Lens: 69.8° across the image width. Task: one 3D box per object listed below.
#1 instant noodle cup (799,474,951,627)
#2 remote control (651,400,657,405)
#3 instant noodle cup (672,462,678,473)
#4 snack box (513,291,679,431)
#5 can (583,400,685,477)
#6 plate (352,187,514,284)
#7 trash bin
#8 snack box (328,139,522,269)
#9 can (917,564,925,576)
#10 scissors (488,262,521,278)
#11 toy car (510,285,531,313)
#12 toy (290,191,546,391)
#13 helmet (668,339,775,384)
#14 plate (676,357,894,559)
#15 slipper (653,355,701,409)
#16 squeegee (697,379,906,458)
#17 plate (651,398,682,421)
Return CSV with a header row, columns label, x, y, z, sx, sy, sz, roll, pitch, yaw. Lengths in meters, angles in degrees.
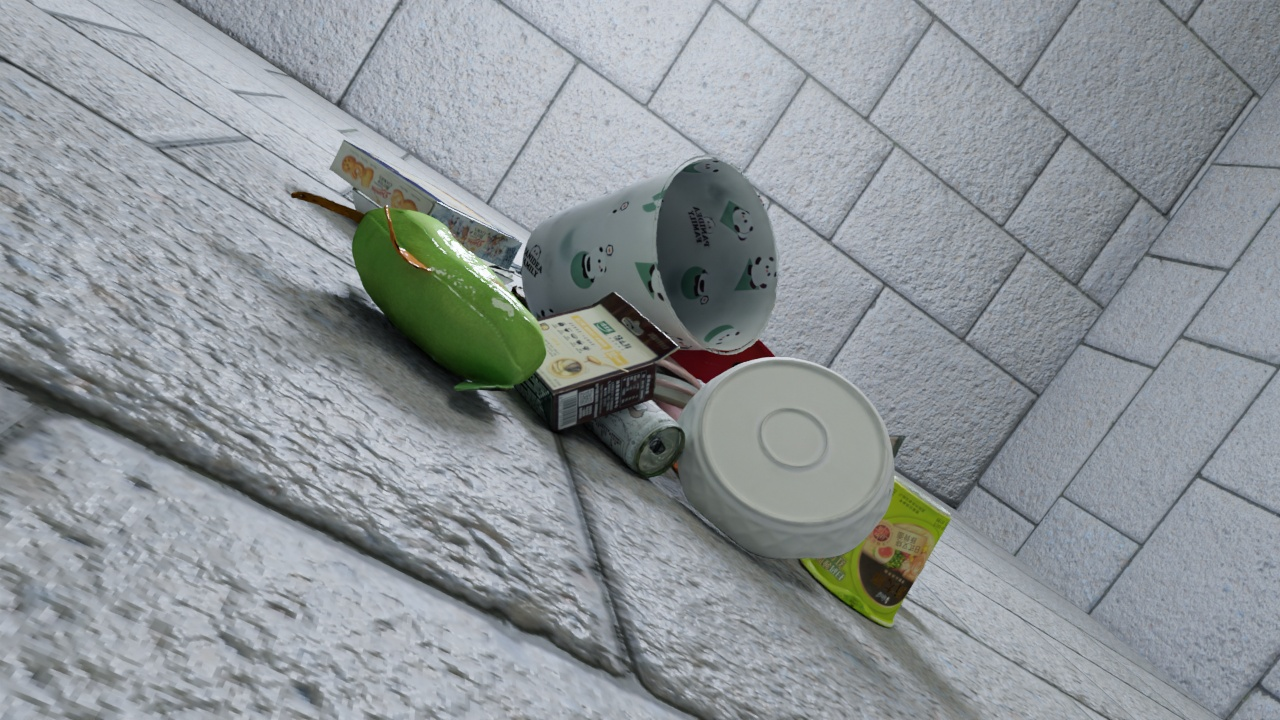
label,x,y,z,sx,sy,sz,roll,pitch,yaw
instant noodle cup,0.235,0.175,0.896,0.111,0.123,0.111,34,7,-5
remote control,-0.044,0.028,0.927,0.125,0.049,0.024,37,4,20
instant noodle cup,0.123,0.101,0.945,0.151,0.111,0.151,33,6,-4
snack box,-0.049,-0.002,0.817,0.125,0.053,0.113,-16,39,-29
can,-0.024,0.046,0.850,0.147,0.058,0.058,39,8,40
plate,-0.274,-0.154,1.213,0.162,0.034,0.265,36,7,26
trash bin,0.003,-0.112,1.130,0.252,0.229,0.229,-5,-24,43
snack box,-0.265,-0.192,1.145,0.178,0.046,0.182,34,8,27
can,0.249,0.210,1.034,0.134,0.053,0.053,36,7,20
scissors,-0.173,-0.118,1.238,0.159,0.014,0.178,30,7,4
toy car,-0.119,-0.055,1.242,0.070,0.042,0.158,39,5,37
toy,-0.164,-0.056,0.737,0.247,0.090,0.227,40,-8,25
helmet,0.087,0.013,1.263,0.240,0.144,0.207,43,-12,52
plate,0.136,0.079,0.838,0.205,0.204,0.046,36,-30,17
slipper,-0.006,0.006,1.048,0.114,0.054,0.275,23,-2,-27
squeegee,0.159,0.094,1.063,0.250,0.040,0.248,31,-26,19
plate,0.076,0.089,1.118,0.192,0.039,0.192,33,8,-5
